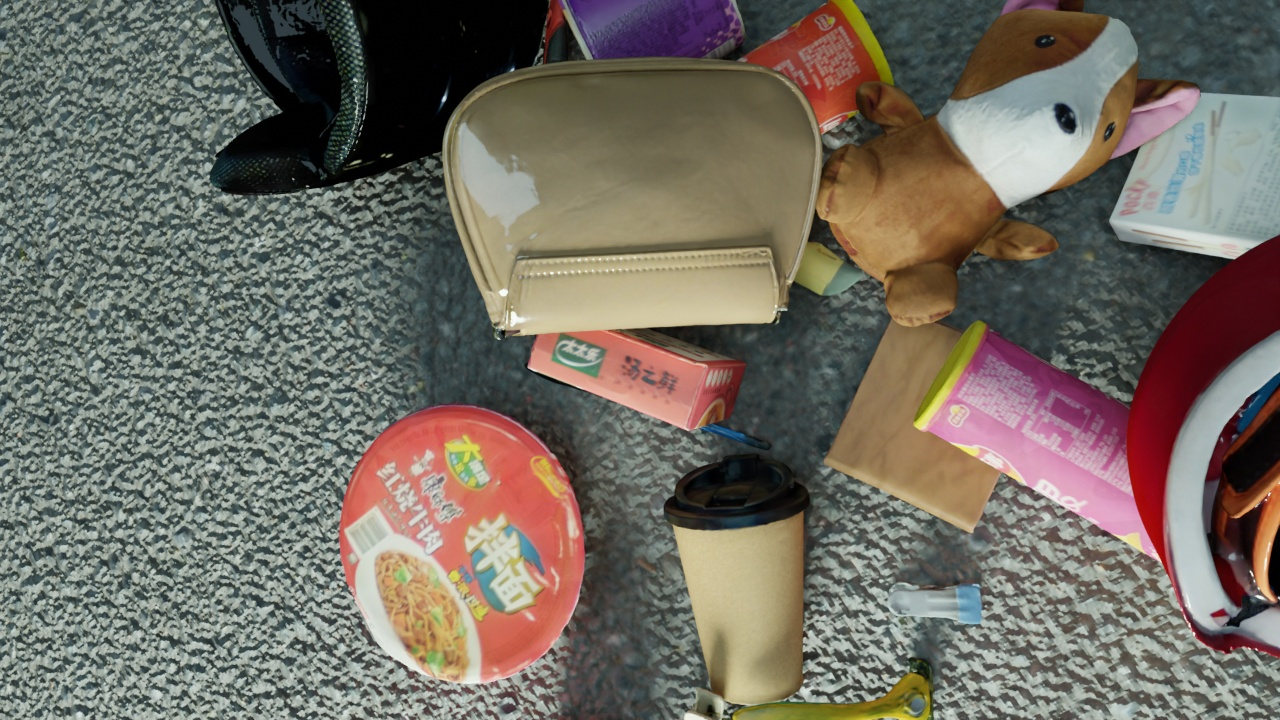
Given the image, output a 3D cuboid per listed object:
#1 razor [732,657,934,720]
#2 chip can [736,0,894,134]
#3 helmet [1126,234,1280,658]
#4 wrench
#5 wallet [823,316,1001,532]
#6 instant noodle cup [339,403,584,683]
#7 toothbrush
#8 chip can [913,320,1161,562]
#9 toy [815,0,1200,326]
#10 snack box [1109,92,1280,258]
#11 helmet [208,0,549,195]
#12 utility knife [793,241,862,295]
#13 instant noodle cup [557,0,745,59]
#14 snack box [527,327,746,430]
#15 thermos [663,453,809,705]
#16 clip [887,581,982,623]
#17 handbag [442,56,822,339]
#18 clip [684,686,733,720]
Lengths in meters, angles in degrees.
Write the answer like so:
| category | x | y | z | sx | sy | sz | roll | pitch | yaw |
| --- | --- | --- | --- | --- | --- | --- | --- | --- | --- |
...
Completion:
| category | x | y | z | sx | sy | sz | roll | pitch | yaw |
| --- | --- | --- | --- | --- | --- | --- | --- | --- | --- |
| razor | 0.121 | 0.213 | 0.562 | 0.132 | 0.028 | 0.043 | 0 | 93 | -16 |
| chip can | 0.050 | -0.144 | 0.587 | 0.217 | 0.073 | 0.073 | -30 | 80 | 12 |
| helmet | 0.331 | 0.030 | 0.398 | 0.240 | 0.143 | 0.207 | 15 | 114 | -3 |
| wrench | -0.063 | -0.127 | 0.652 | 0.016 | 0.056 | 0.273 | 2 | 86 | -17 |
| wallet | 0.185 | 0.035 | 0.578 | 0.101 | 0.020 | 0.115 | 24 | 95 | 16 |
| instant noodle cup | -0.119 | 0.126 | 0.659 | 0.194 | 0.065 | 0.194 | 0 | 90 | 18 |
| toothbrush | 0.002 | 0.028 | 0.644 | 0.190 | 0.014 | 0.016 | 18 | 72 | 18 |
| chip can | 0.264 | 0.060 | 0.513 | 0.210 | 0.071 | 0.071 | 31 | 100 | 11 |
| toy | 0.196 | -0.122 | 0.516 | 0.200 | 0.130 | 0.140 | -38 | 100 | 11 |
| snack box | 0.342 | -0.092 | 0.478 | 0.157 | 0.027 | 0.084 | 21 | 84 | 44 |
| helmet | -0.199 | -0.243 | 0.605 | 0.275 | 0.229 | 0.234 | 43 | 142 | 43 |
| utility knife | 0.059 | -0.097 | 0.621 | 0.196 | 0.020 | 0.031 | 34 | 96 | 15 |
| instant noodle cup | 0.007 | -0.223 | 0.597 | 0.099 | 0.111 | 0.111 | -28 | 81 | 8 |
| snack box | -0.003 | 0.003 | 0.586 | 0.113 | 0.127 | 0.044 | 20 | 96 | 19 |
| thermos | 0.067 | 0.138 | 0.587 | 0.093 | 0.093 | 0.143 | -5 | 97 | 19 |
| clip | 0.185 | 0.152 | 0.579 | 0.058 | 0.038 | 0.026 | -3 | 91 | 18 |
| handbag | -0.005 | -0.090 | 0.513 | 0.204 | 0.100 | 0.148 | -3 | 97 | -9 |
| clip | 0.037 | 0.251 | 0.582 | 0.035 | 0.103 | 0.092 | 18 | 75 | 17 |
